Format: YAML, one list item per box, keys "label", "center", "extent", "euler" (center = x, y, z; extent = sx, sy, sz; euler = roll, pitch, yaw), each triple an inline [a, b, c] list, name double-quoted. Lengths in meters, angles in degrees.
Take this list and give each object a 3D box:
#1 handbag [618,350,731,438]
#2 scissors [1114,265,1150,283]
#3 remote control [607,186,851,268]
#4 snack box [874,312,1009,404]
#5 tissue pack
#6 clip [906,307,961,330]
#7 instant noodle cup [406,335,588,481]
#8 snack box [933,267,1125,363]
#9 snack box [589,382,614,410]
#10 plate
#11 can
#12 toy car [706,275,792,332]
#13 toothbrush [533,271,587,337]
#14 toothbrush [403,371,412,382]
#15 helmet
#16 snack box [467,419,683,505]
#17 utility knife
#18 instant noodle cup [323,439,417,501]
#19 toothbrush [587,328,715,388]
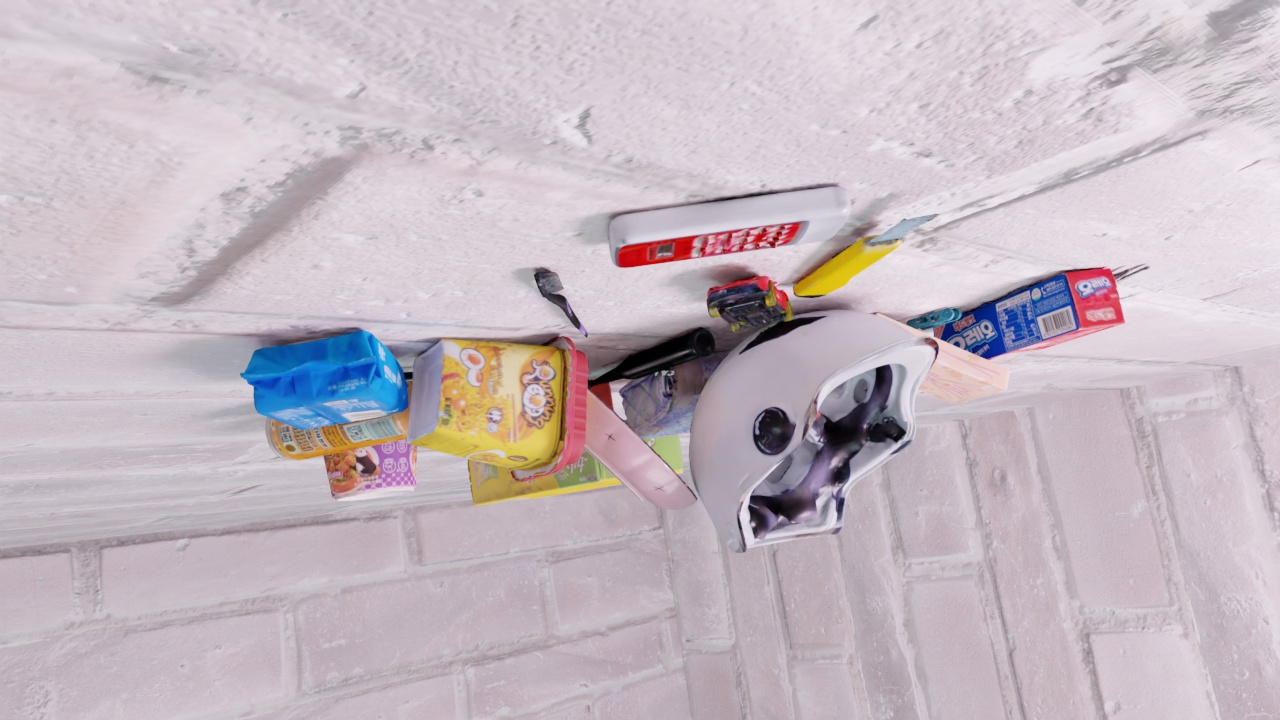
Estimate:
- label: "handbag"
  center: [0.078, 0.032, 0.983]
  extent: [0.193, 0.075, 0.134]
  euler: [-4, 164, -32]
- label: "scissors"
  center: [0.448, -0.061, 0.949]
  extent: [0.162, 0.021, 0.235]
  euler: [-9, 166, -37]
- label: "remote control"
  center: [0.049, -0.074, 0.521]
  extent: [0.136, 0.020, 0.056]
  euler: [-8, 169, -3]
- label: "snack box"
  center: [0.281, 0.001, 0.929]
  extent: [0.157, 0.026, 0.085]
  euler: [20, 162, -13]
- label: "tissue pack"
  center: [-0.232, 0.015, 0.690]
  extent: [0.095, 0.052, 0.157]
  euler: [-9, 170, -6]
- label: "clip"
  center: [0.297, -0.041, 0.926]
  extent: [0.040, 0.014, 0.056]
  euler: [-2, 169, -37]
- label: "instant noodle cup"
  center: [-0.121, 0.036, 0.763]
  extent: [0.123, 0.116, 0.116]
  euler: [11, 161, -30]
- label: "snack box"
  center: [0.374, -0.034, 0.910]
  extent: [0.058, 0.057, 0.208]
  euler: [-8, 170, -18]
- label: "snack box"
  center: [-0.089, 0.060, 1.081]
  extent: [0.113, 0.044, 0.127]
  euler: [-8, 170, -4]
- label: "plate"
  center: [-0.029, 0.079, 0.871]
  extent: [0.039, 0.192, 0.192]
  euler: [-47, 173, -7]
- label: "can"
  center: [-0.276, 0.056, 0.862]
  extent: [0.146, 0.058, 0.058]
  euler: [-12, 169, 19]
- label: "toy car"
  center: [0.080, -0.045, 0.675]
  extent: [0.049, 0.031, 0.106]
  euler: [-13, 170, 19]
- label: "toothbrush"
  center: [-0.051, -0.038, 0.661]
  extent: [0.017, 0.014, 0.189]
  euler: [-21, 169, 2]
- label: "toothbrush"
  center: [-0.213, 0.015, 0.813]
  extent: [0.180, 0.015, 0.018]
  euler: [-5, 178, -22]
- label: "helmet"
  center: [0.142, 0.049, 0.854]
  extent: [0.228, 0.146, 0.259]
  euler: [-2, 126, -47]
- label: "snack box"
  center: [-0.078, 0.120, 1.089]
  extent: [0.211, 0.070, 0.157]
  euler: [-17, 168, 37]
- label: "utility knife"
  center: [0.149, -0.070, 0.627]
  extent: [0.033, 0.015, 0.207]
  euler: [-6, 172, -11]
- label: "instant noodle cup"
  center: [-0.279, 0.091, 0.947]
  extent: [0.111, 0.099, 0.112]
  euler: [-8, 168, -2]
- label: "toothbrush"
  center: [-0.005, 0.005, 0.906]
  extent: [0.027, 0.026, 0.213]
  euler: [37, 148, -24]
